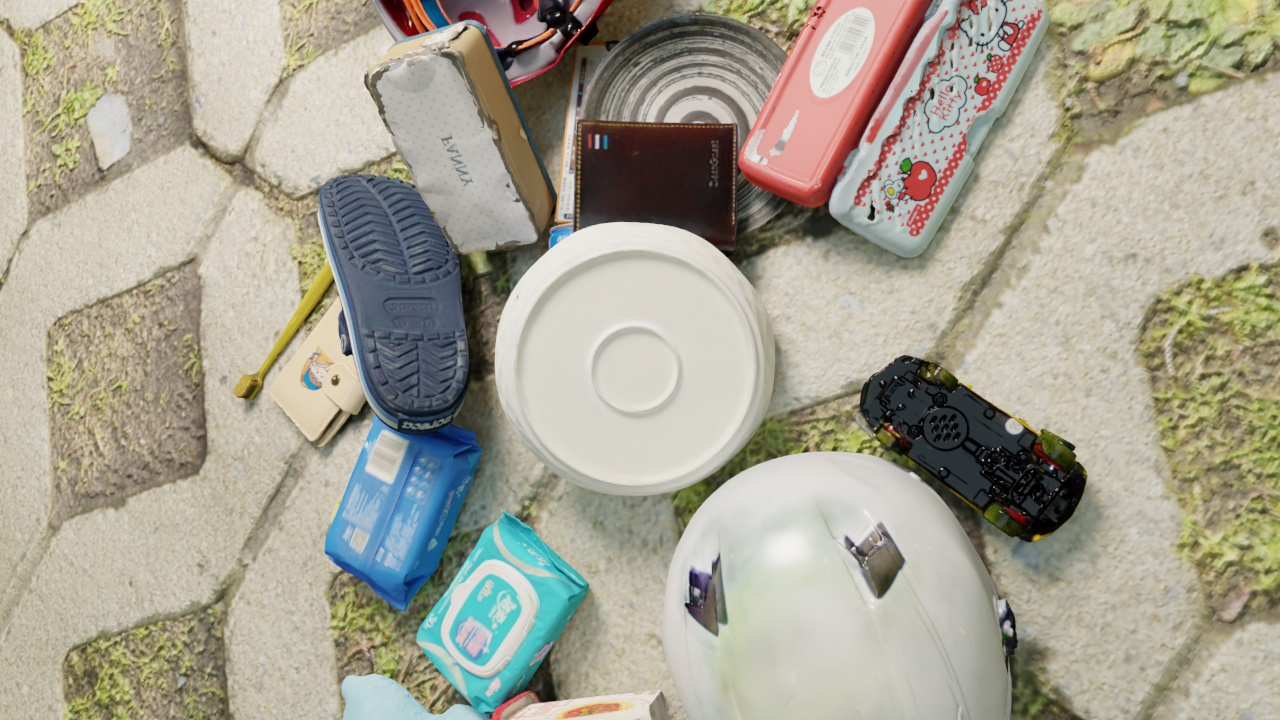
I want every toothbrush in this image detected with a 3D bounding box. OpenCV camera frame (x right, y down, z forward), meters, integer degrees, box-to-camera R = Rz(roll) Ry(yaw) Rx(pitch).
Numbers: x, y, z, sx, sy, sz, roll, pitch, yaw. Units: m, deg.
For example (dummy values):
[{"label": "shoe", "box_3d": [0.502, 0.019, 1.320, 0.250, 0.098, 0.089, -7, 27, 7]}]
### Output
[{"label": "toothbrush", "box_3d": [-0.314, -0.041, 0.838, 0.016, 0.016, 0.190, 39, 98, 19]}]

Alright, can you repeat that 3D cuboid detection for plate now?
[{"label": "plate", "box_3d": [-0.004, 0.004, 0.658, 0.205, 0.045, 0.205, 0, 98, -1]}, {"label": "plate", "box_3d": [0.042, -0.175, 0.701, 0.179, 0.024, 0.179, 0, 88, 3]}]

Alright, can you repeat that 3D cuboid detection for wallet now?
[{"label": "wallet", "box_3d": [-0.273, 0.011, 0.813, 0.087, 0.024, 0.115, 43, 98, 18]}, {"label": "wallet", "box_3d": [0.012, -0.130, 0.680, 0.122, 0.020, 0.096, 2, 88, 1]}]

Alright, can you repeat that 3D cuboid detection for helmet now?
[{"label": "helmet", "box_3d": [0.118, 0.185, 0.580, 0.229, 0.145, 0.258, -17, 78, 18]}, {"label": "helmet", "box_3d": [-0.096, -0.336, 0.711, 0.241, 0.143, 0.207, -23, 108, 26]}]

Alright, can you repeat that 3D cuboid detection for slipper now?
[{"label": "slipper", "box_3d": [-0.200, -0.045, 0.760, 0.095, 0.105, 0.252, -59, 45, 48]}]

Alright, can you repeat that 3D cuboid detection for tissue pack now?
[{"label": "tissue pack", "box_3d": [-0.195, 0.116, 0.755, 0.095, 0.052, 0.157, 23, 92, 23]}, {"label": "tissue pack", "box_3d": [-0.106, 0.194, 0.714, 0.093, 0.050, 0.133, 35, 96, 21]}]

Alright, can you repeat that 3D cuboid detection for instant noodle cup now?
[{"label": "instant noodle cup", "box_3d": [-0.039, 0.290, 0.651, 0.124, 0.116, 0.116, -16, 78, 5]}]

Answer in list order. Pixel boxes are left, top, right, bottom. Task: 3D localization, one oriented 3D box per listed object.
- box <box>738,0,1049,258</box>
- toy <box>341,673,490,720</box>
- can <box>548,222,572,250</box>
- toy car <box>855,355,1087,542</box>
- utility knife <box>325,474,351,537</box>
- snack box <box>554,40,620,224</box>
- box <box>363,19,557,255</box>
[{"label": "box", "box_3d": [0.176, -0.191, 0.647, 0.161, 0.059, 0.201, 28, 95, 10]}, {"label": "toy", "box_3d": [-0.179, 0.314, 0.727, 0.156, 0.049, 0.161, -31, 77, 16]}, {"label": "can", "box_3d": [-0.045, -0.036, 0.717, 0.053, 0.053, 0.134, -4, 82, 20]}, {"label": "toy car", "box_3d": [0.219, 0.055, 0.613, 0.156, 0.041, 0.071, 36, 96, 19]}, {"label": "utility knife", "box_3d": [-0.233, 0.082, 0.797, 0.031, 0.018, 0.167, 23, 87, 15]}, {"label": "snack box", "box_3d": [-0.023, -0.181, 0.741, 0.075, 0.026, 0.153, 5, 86, 20]}, {"label": "box", "box_3d": [-0.131, -0.161, 0.712, 0.090, 0.184, 0.062, -6, 40, 18]}]
